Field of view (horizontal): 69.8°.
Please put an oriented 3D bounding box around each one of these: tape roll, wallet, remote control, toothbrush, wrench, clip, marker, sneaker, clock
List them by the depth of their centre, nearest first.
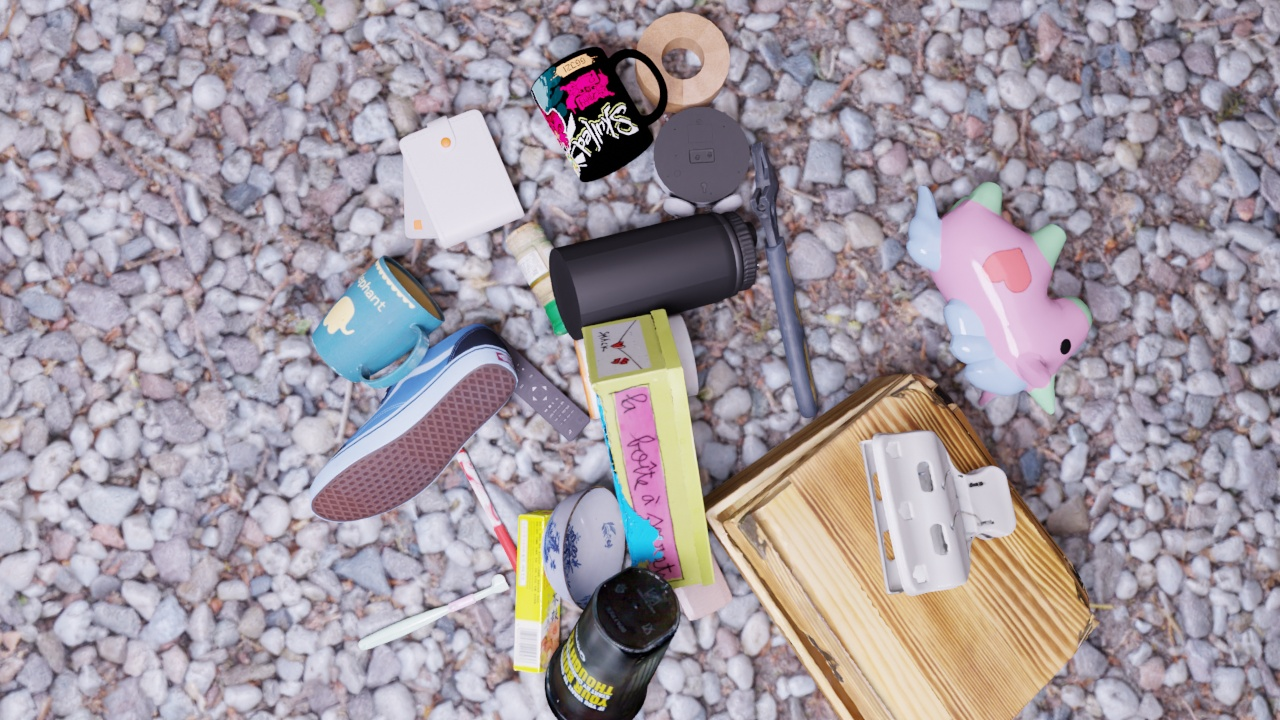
[{"bbox_3d":[0.229,0.122,0.746,0.151,0.102,0.126,4,74,-44],"label":"clip"},{"bbox_3d":[-0.221,0.056,0.882,0.241,0.098,0.083,-40,132,9],"label":"sneaker"},{"bbox_3d":[-0.200,0.245,0.887,0.154,0.015,0.022,-23,119,-2],"label":"toothbrush"},{"bbox_3d":[-0.145,0.149,0.896,0.013,0.013,0.142,-28,88,-4],"label":"marker"},{"bbox_3d":[0.139,-0.078,0.900,0.022,0.073,0.273,-11,93,22],"label":"wrench"},{"bbox_3d":[-0.190,-0.175,0.901,0.115,0.037,0.118,-23,91,-3],"label":"wallet"},{"bbox_3d":[-0.108,0.024,0.902,0.136,0.015,0.032,42,86,1],"label":"remote control"},{"bbox_3d":[0.060,-0.188,0.911,0.094,0.035,0.122,-4,88,-2],"label":"clock"},{"bbox_3d":[0.041,-0.298,0.919,0.094,0.027,0.094,0,87,-2],"label":"tape roll"}]

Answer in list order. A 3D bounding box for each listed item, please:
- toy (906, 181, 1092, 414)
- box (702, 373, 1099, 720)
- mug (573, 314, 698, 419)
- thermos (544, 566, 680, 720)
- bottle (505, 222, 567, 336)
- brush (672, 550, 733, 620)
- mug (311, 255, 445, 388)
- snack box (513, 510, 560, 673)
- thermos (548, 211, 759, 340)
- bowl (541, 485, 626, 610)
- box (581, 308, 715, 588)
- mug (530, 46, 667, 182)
[{"bbox_3d":[0.334,-0.065,0.882,0.222,0.120,0.171,35,76,-1],"label":"toy"},{"bbox_3d":[0.235,0.180,0.824,0.251,0.192,0.279,-34,87,-6],"label":"box"},{"bbox_3d":[-0.005,0.005,0.874,0.105,0.082,0.082,-13,87,-4],"label":"mug"},{"bbox_3d":[-0.026,0.256,0.797,0.098,0.221,0.098,7,52,-9],"label":"thermos"},{"bbox_3d":[-0.091,-0.080,0.896,0.043,0.043,0.111,-30,87,-4],"label":"bottle"},{"bbox_3d":[0.040,0.184,0.902,0.050,0.015,0.135,-25,82,-4],"label":"brush"},{"bbox_3d":[-0.244,-0.025,0.859,0.104,0.084,0.112,-40,56,3],"label":"mug"},{"bbox_3d":[-0.097,0.219,0.876,0.029,0.040,0.148,0,87,23],"label":"snack box"},{"bbox_3d":[0.023,-0.085,0.857,0.198,0.086,0.086,-16,87,-17],"label":"thermos"},{"bbox_3d":[-0.060,0.174,0.861,0.045,0.114,0.114,0,86,28],"label":"bowl"},{"bbox_3d":[0.009,0.082,0.799,0.079,0.124,0.221,-13,115,-1],"label":"box"},{"bbox_3d":[-0.031,-0.245,0.882,0.118,0.081,0.098,-30,88,11],"label":"mug"}]
